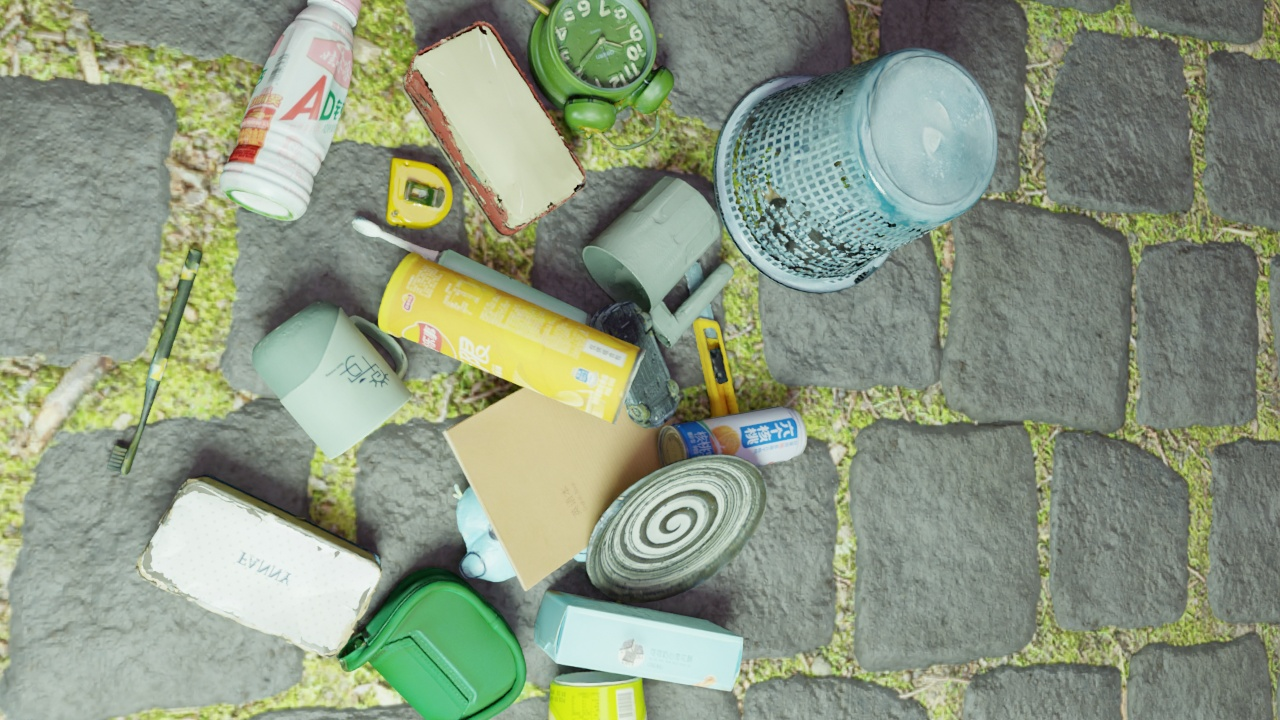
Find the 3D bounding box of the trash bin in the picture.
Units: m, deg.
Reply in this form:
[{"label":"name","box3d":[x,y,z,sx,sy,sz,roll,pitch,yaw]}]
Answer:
[{"label":"trash bin","box3d":[0.209,-0.187,0.857,0.226,0.195,0.226,1,86,-20]}]

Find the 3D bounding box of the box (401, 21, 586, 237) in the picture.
[{"label":"box","box3d":[-0.126,-0.199,0.796,0.091,0.077,0.168,-36,99,-19]}]

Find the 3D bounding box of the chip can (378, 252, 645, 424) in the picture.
[{"label":"chip can","box3d":[-0.106,-0.019,0.765,0.213,0.072,0.072,22,79,0]}]

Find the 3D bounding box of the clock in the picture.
[{"label":"clock","box3d":[-0.034,-0.271,0.845,0.116,0.056,0.161,-28,97,-19]}]

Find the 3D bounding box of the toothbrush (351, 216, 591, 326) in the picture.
[{"label":"toothbrush","box3d":[-0.146,-0.074,0.809,0.224,0.027,0.026,24,108,-18]}]

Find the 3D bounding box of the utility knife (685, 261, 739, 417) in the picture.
[{"label":"utility knife","box3d":[0.070,0.003,0.890,0.033,0.015,0.215,-14,92,-24]}]

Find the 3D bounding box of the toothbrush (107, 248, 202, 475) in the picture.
[{"label":"toothbrush","box3d":[-0.383,-0.001,0.725,0.017,0.012,0.185,16,82,-8]}]

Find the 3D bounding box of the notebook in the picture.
[{"label":"notebook","box3d":[-0.054,0.081,0.808,0.210,0.012,0.149,-30,97,-37]}]

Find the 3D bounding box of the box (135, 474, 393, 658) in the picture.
[{"label":"box","box3d":[-0.290,0.164,0.726,0.184,0.061,0.089,33,77,-18]}]

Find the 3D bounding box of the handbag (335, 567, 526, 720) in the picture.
[{"label":"handbag","box3d":[-0.167,0.247,0.761,0.120,0.068,0.131,-44,101,-16]}]

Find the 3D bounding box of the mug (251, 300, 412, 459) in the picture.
[{"label":"mug","box3d":[-0.242,0.006,0.746,0.106,0.082,0.111,53,42,-9]}]

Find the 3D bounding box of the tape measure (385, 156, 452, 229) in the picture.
[{"label":"tape measure","box3d":[-0.192,-0.143,0.794,0.057,0.029,0.060,6,85,-21]}]

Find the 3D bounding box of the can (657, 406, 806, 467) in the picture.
[{"label":"can","box3d":[0.087,0.076,0.854,0.134,0.053,0.053,-8,90,-26]}]

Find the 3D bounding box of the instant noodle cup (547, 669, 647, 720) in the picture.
[{"label":"instant noodle cup","box3d":[-0.037,0.335,0.791,0.111,0.112,0.123,2,77,-20]}]

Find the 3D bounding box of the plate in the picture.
[{"label":"plate","box3d":[0.031,0.147,0.823,0.179,0.024,0.180,-17,132,-20]}]

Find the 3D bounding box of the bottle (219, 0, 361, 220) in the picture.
[{"label":"bottle","box3d":[-0.277,-0.215,0.749,0.068,0.068,0.196,19,76,-18]}]

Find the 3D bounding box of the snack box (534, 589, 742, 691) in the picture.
[{"label":"snack box","box3d":[-0.002,0.250,0.819,0.174,0.074,0.051,16,82,-19]}]

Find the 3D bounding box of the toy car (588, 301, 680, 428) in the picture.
[{"label":"toy car","box3d":[-0.005,0.005,0.831,0.054,0.037,0.121,-40,113,-36]}]

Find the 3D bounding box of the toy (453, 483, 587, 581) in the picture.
[{"label":"toy","box3d":[-0.089,0.131,0.807,0.156,0.050,0.161,34,70,-16]}]

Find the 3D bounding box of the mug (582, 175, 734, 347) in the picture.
[{"label":"mug","box3d":[0.023,-0.092,0.846,0.103,0.084,0.124,-48,113,-18]}]
